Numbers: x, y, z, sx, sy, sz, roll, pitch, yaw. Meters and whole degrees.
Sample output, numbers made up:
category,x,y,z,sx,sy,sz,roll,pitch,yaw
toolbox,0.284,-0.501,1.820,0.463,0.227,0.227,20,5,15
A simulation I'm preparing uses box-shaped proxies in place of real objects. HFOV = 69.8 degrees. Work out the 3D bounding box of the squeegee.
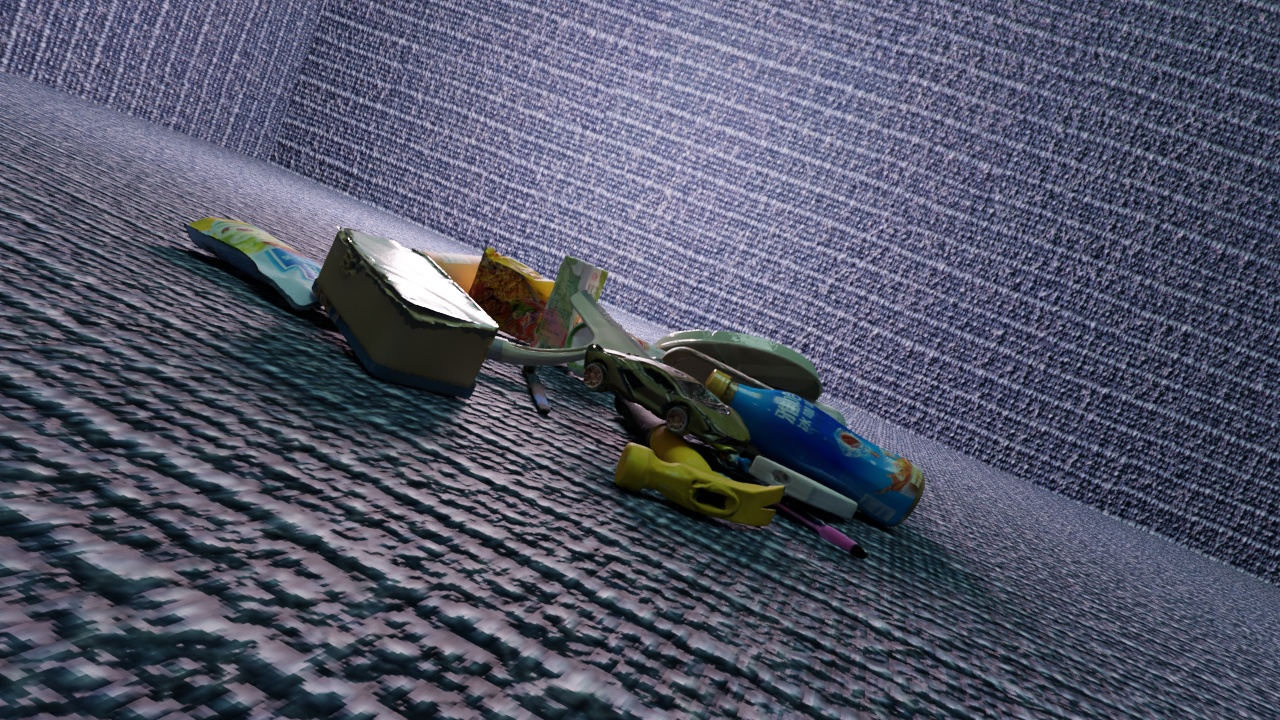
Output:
category,x,y,z,sx,sy,sz,roll,pitch,yaw
squeegee,-0.120,-0.014,0.835,0.246,0.039,0.246,4,24,-29

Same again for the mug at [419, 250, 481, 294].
category,x,y,z,sx,sy,sz,roll,pitch,yaw
mug,-0.240,-0.102,1.168,0.078,0.078,0.122,25,10,30

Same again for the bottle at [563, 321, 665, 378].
category,x,y,z,sx,sy,sz,roll,pitch,yaw
bottle,-0.006,0.006,1.077,0.068,0.068,0.196,26,2,37

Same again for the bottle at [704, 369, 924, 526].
category,x,y,z,sx,sy,sz,roll,pitch,yaw
bottle,0.155,0.076,0.853,0.218,0.065,0.065,30,5,-1

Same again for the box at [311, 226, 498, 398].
category,x,y,z,sx,sy,sz,roll,pitch,yaw
box,-0.178,-0.037,0.690,0.089,0.062,0.184,17,17,-39

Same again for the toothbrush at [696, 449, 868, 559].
category,x,y,z,sx,sy,sz,roll,pitch,yaw
toothbrush,0.107,0.111,0.726,0.017,0.014,0.189,30,-2,-42

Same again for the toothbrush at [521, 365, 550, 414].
category,x,y,z,sx,sy,sz,roll,pitch,yaw
toothbrush,-0.093,0.020,0.815,0.014,0.016,0.189,15,8,-13

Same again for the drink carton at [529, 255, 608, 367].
category,x,y,z,sx,sy,sz,roll,pitch,yaw
drink carton,-0.084,-0.056,1.054,0.045,0.122,0.053,23,6,20

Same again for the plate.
category,x,y,z,sx,sy,sz,roll,pitch,yaw
plate,0.118,0.014,1.172,0.230,0.027,0.230,11,-21,4

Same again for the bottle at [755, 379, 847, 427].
category,x,y,z,sx,sy,sz,roll,pitch,yaw
bottle,0.169,0.068,1.146,0.189,0.068,0.068,20,6,-22

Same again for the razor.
category,x,y,z,sx,sy,sz,roll,pitch,yaw
razor,0.052,0.053,0.837,0.142,0.022,0.042,50,7,16

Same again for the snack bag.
category,x,y,z,sx,sy,sz,roll,pitch,yaw
snack bag,-0.308,-0.077,0.805,0.191,0.039,0.110,27,0,30

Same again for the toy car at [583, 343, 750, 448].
category,x,y,z,sx,sy,sz,roll,pitch,yaw
toy car,0.020,0.027,0.717,0.158,0.042,0.070,28,9,34

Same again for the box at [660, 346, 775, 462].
category,x,y,z,sx,sy,sz,roll,pitch,yaw
box,0.087,0.054,0.901,0.162,0.076,0.086,28,16,-16

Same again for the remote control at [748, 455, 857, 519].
category,x,y,z,sx,sy,sz,roll,pitch,yaw
remote control,0.139,0.109,0.768,0.056,0.019,0.135,26,-1,31

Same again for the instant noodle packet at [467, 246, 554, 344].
category,x,y,z,sx,sy,sz,roll,pitch,yaw
instant noodle packet,-0.146,-0.069,1.115,0.128,0.111,0.044,24,41,-10

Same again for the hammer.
category,x,y,z,sx,sy,sz,roll,pitch,yaw
hammer,0.020,0.064,0.731,0.128,0.033,0.301,21,5,-14
